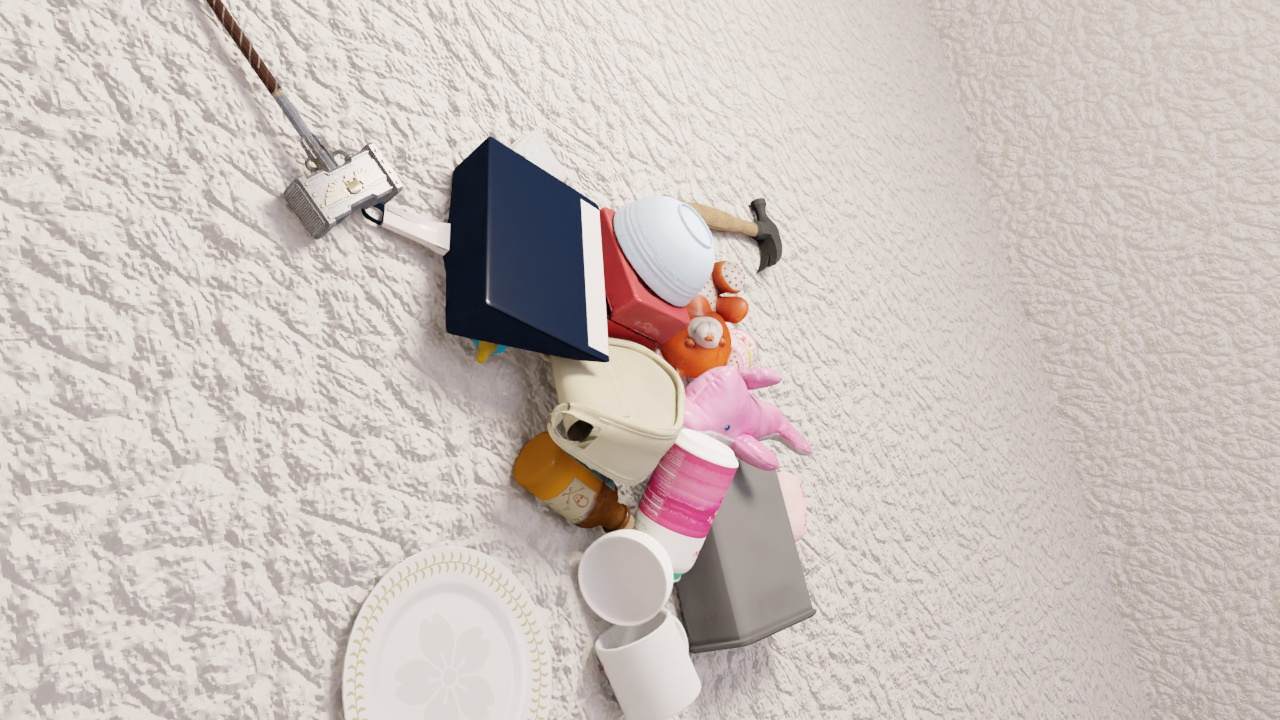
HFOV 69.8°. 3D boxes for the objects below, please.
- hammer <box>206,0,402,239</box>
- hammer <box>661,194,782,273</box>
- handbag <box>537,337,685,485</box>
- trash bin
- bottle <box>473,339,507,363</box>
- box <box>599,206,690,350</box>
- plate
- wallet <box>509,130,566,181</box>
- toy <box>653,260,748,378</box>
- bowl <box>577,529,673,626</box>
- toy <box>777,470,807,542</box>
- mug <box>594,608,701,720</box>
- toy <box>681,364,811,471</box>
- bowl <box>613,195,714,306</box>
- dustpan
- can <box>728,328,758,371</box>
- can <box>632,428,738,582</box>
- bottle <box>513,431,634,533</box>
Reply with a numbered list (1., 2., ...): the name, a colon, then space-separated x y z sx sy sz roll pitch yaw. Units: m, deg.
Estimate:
1. hammer: -0.359 -0.276 0.868 0.098 0.044 0.322 -41 103 -39
2. hammer: 0.132 -0.219 1.475 0.304 0.040 0.132 3 69 -51
3. handbag: -0.046 0.063 1.040 0.184 0.132 0.229 27 18 -24
4. trash bin: 0.122 0.246 1.197 0.191 0.098 0.219 0 73 -52
5. bottle: -0.154 -0.052 1.020 0.051 0.051 0.145 45 43 -29
6. box: -0.023 -0.098 1.166 0.129 0.087 0.158 21 43 -49
7. plate: -0.176 0.297 0.860 0.242 0.016 0.242 26 55 -43
8. wallet: -0.137 -0.231 1.141 0.086 0.032 0.116 51 41 -26
9. toy: 0.072 -0.058 1.265 0.163 0.093 0.172 -2 73 -19
10. bowl: -0.012 0.238 1.025 0.105 0.105 0.054 70 20 -1
11. toy: 0.201 0.216 1.352 0.105 0.053 0.108 4 72 -35
12. mug: 0.016 0.332 1.025 0.121 0.091 0.090 -28 97 -52
13. toy: 0.132 0.059 1.205 0.187 0.128 0.265 37 15 33
14. bowl: 0.043 -0.150 1.153 0.150 0.075 0.150 41 28 -28
15. dustpan: -0.164 -0.125 1.004 0.273 0.080 0.235 27 45 -39
16. can: 0.129 -0.005 1.343 0.076 0.067 0.067 -37 103 -53
17. can: 0.046 0.169 1.079 0.088 0.088 0.166 14 102 -48
18. bottle: -0.066 0.148 1.026 0.157 0.068 0.067 43 44 -32
